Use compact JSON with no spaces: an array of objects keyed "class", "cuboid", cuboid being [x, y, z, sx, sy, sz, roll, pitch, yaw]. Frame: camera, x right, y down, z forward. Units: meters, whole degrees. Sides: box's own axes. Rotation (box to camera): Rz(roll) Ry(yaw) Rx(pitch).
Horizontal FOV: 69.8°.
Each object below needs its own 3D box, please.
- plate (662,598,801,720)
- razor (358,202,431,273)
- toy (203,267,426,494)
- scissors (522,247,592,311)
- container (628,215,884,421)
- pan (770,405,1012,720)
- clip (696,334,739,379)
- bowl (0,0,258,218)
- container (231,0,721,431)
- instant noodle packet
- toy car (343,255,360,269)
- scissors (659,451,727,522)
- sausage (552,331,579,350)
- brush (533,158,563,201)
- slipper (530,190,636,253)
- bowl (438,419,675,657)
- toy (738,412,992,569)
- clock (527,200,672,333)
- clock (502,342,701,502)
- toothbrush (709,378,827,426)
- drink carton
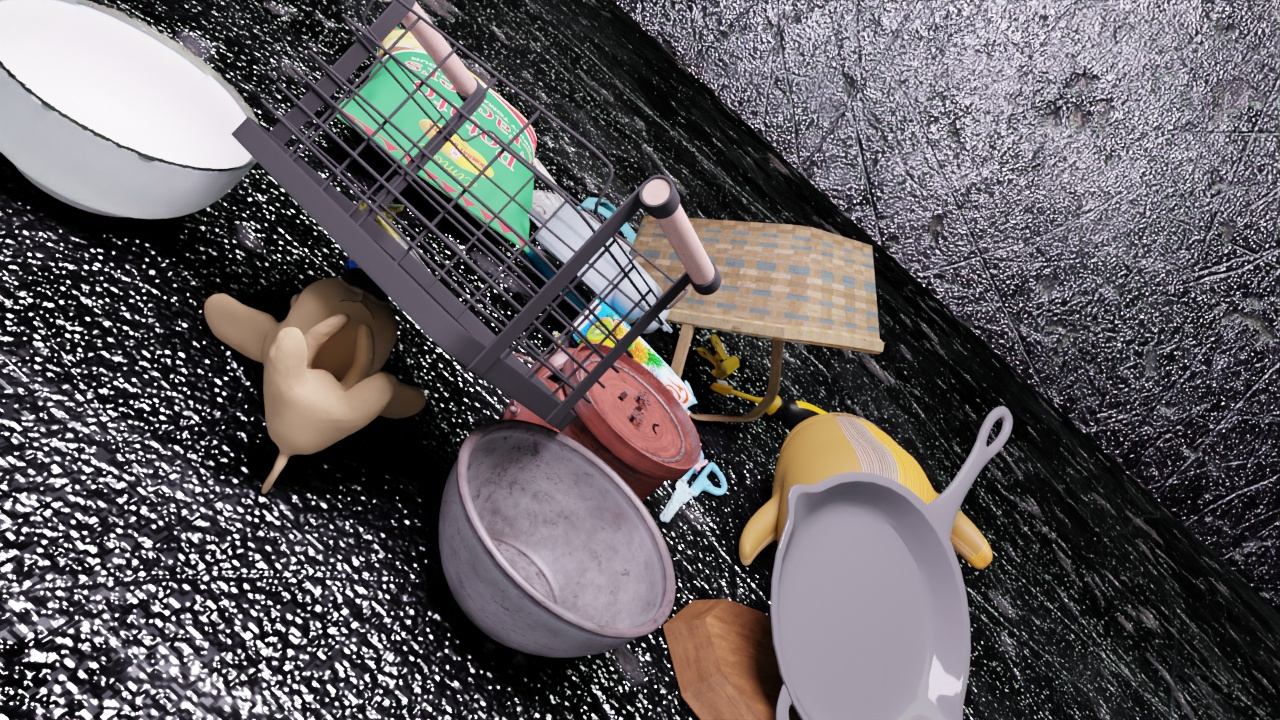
[{"class":"plate","cuboid":[0.074,0.208,0.603,0.131,0.025,0.131,35,23,-18]},{"class":"razor","cuboid":[-0.178,-0.079,0.713,0.106,0.026,0.042,52,21,11]},{"class":"toy","cuboid":[-0.169,0.005,0.485,0.134,0.106,0.108,29,15,-21]},{"class":"scissors","cuboid":[-0.059,-0.056,0.866,0.137,0.019,0.129,34,15,-40]},{"class":"container","cuboid":[0.093,-0.033,0.887,0.250,0.186,0.157,13,5,44]},{"class":"pan","cuboid":[0.190,0.139,0.654,0.353,0.024,0.216,-42,102,-36]},{"class":"clip","cuboid":[0.081,0.000,1.017,0.047,0.039,0.052,50,25,7]},{"class":"bowl","cuboid":[-0.307,-0.136,0.530,0.153,0.073,0.153,34,24,-18]},{"class":"container","cuboid":[-0.091,-0.088,0.527,0.241,0.130,0.163,42,-3,26]},{"class":"instant noodle packet","cuboid":[-0.179,-0.222,0.873,0.195,0.090,0.252,35,27,-26]},{"class":"toy car","cuboid":[-0.199,-0.047,0.631,0.033,0.062,0.092,43,-8,-4]},{"class":"scissors","cuboid":[0.039,0.107,0.756,0.063,0.015,0.138,46,28,-1]},{"class":"sausage","cuboid":[-0.032,0.031,0.756,0.020,0.020,0.155,8,40,-54]},{"class":"brush","cuboid":[-0.047,-0.124,0.935,0.217,0.012,0.033,50,13,-39]},{"class":"slipper","cuboid":[-0.017,-0.135,1.043,0.268,0.055,0.098,28,24,-36]},{"class":"bowl","cuboid":[-0.057,0.108,0.509,0.145,0.067,0.144,35,23,-18]},{"class":"toy","cuboid":[0.177,0.127,0.794,0.198,0.163,0.203,-1,27,0]},{"class":"clock","cuboid":[-0.029,-0.079,0.826,0.159,0.045,0.122,44,0,18]},{"class":"clock","cuboid":[-0.035,0.044,0.657,0.157,0.072,0.120,40,22,-9]},{"class":"toothbrush","cuboid":[0.149,0.050,1.016,0.196,0.031,0.030,18,38,-37]},{"class":"drink carton","cuboid":[-0.005,0.005,0.792,0.129,0.044,0.038,45,4,-21]}]
